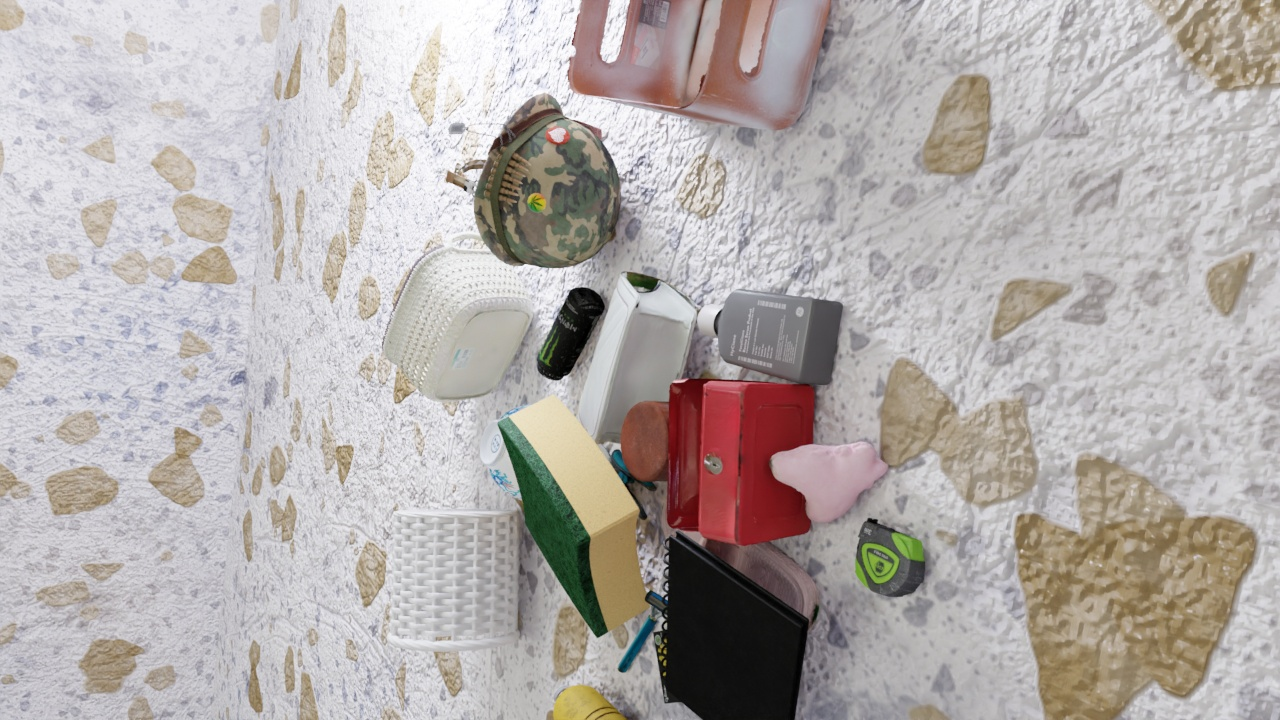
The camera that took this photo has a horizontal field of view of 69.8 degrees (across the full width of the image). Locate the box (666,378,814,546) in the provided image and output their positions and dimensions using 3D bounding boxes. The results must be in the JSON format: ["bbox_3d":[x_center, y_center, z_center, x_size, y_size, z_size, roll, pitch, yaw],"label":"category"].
[{"bbox_3d":[0.108,0.096,0.906,0.117,0.135,0.157,-5,85,59],"label":"box"}]

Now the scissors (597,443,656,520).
[{"bbox_3d":[-0.022,0.146,1.167,0.151,0.019,0.130,-33,59,49],"label":"scissors"}]

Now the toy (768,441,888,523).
[{"bbox_3d":[0.181,0.107,0.858,0.096,0.099,0.052,-29,30,24],"label":"toy"}]

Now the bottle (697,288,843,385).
[{"bbox_3d":[0.126,-0.031,0.959,0.174,0.046,0.084,16,100,53],"label":"bottle"}]

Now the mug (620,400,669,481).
[{"bbox_3d":[0.049,0.075,1.006,0.096,0.110,0.123,38,118,42],"label":"mug"}]

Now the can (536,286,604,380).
[{"bbox_3d":[-0.097,-0.036,1.254,0.138,0.053,0.054,-60,44,31],"label":"can"}]

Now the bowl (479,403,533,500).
[{"bbox_3d":[-0.182,0.124,1.314,0.144,0.074,0.143,-27,54,46],"label":"bowl"}]

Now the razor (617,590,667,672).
[{"bbox_3d":[0.004,0.333,1.117,0.042,0.022,0.144,32,123,10],"label":"razor"}]

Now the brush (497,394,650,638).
[{"bbox_3d":[-0.077,0.186,1.087,0.195,0.075,0.251,49,157,37],"label":"brush"}]

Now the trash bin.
[{"bbox_3d":[0.062,-0.352,0.984,0.260,0.157,0.182,27,109,52],"label":"trash bin"}]

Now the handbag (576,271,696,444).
[{"bbox_3d":[-0.006,0.006,1.095,0.142,0.096,0.199,-118,42,-66],"label":"handbag"}]

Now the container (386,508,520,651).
[{"bbox_3d":[-0.271,0.315,1.346,0.190,0.189,0.186,-10,78,53],"label":"container"}]

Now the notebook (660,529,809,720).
[{"bbox_3d":[0.085,0.294,0.914,0.169,0.019,0.232,29,133,37],"label":"notebook"}]

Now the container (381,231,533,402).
[{"bbox_3d":[-0.273,-0.053,1.396,0.143,0.184,0.252,52,126,31],"label":"container"}]

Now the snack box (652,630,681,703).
[{"bbox_3d":[0.073,0.332,1.016,0.148,0.025,0.080,-31,63,48],"label":"snack box"}]

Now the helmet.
[{"bbox_3d":[-0.139,-0.234,1.205,0.237,0.192,0.224,7,107,27],"label":"helmet"}]

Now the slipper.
[{"bbox_3d":[0.086,0.216,0.979,0.239,0.064,0.094,31,111,49],"label":"slipper"}]

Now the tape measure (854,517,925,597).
[{"bbox_3d":[0.224,0.180,0.820,0.066,0.035,0.058,23,96,55],"label":"tape measure"}]

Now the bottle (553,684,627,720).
[{"bbox_3d":[-0.057,0.460,1.144,0.164,0.071,0.071,22,104,52],"label":"bottle"}]
